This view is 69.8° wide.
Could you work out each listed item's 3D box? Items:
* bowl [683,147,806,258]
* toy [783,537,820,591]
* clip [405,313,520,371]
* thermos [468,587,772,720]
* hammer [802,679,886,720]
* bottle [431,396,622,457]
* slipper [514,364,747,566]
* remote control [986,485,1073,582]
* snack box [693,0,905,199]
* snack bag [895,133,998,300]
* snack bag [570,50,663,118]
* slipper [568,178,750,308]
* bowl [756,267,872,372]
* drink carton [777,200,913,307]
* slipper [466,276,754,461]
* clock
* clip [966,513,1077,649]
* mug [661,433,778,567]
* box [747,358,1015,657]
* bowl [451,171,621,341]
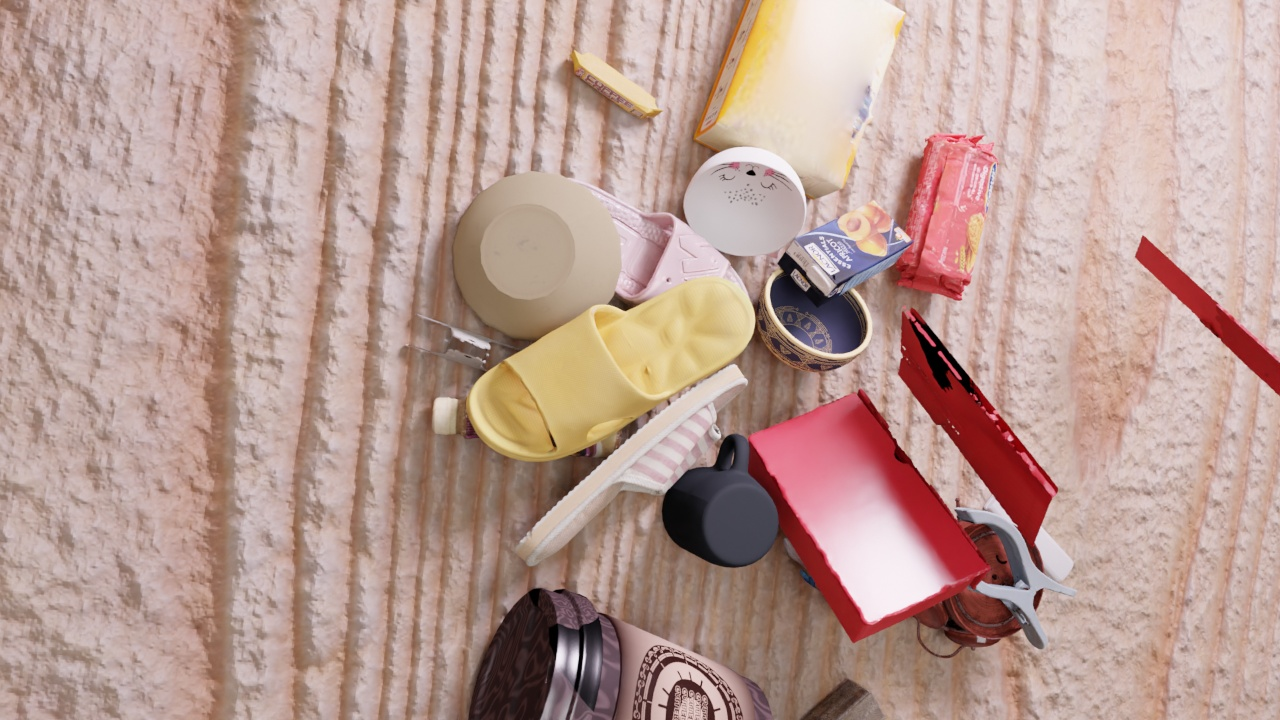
[{"bbox_3d":[0.101,-0.158,0.868,0.114,0.115,0.050,26,49,-16],"label":"bowl"},{"bbox_3d":[0.202,0.183,0.915,0.124,0.097,0.131,-27,116,-10],"label":"toy"},{"bbox_3d":[-0.152,-0.015,0.811,0.102,0.056,0.056,19,52,-17],"label":"clip"},{"bbox_3d":[-0.013,0.311,0.796,0.226,0.173,0.172,25,82,-22],"label":"thermos"},{"bbox_3d":[0.208,0.385,0.788,0.157,0.301,0.037,-36,100,-15],"label":"hammer"},{"bbox_3d":[-0.101,0.054,0.820,0.166,0.060,0.059,4,88,-9],"label":"bottle"},{"bbox_3d":[0.001,0.103,0.833,0.262,0.115,0.052,-39,77,-11],"label":"slipper"},{"bbox_3d":[0.429,0.193,1.010,0.131,0.012,0.033,45,77,-12],"label":"remote control"},{"bbox_3d":[0.159,-0.278,0.891,0.145,0.081,0.195,23,83,-16],"label":"snack box"},{"bbox_3d":[0.314,-0.154,0.943,0.082,0.082,0.176,17,84,-17],"label":"snack bag"},{"bbox_3d":[-0.024,-0.258,0.862,0.099,0.026,0.020,32,80,-16],"label":"snack bag"},{"bbox_3d":[0.011,-0.091,0.853,0.239,0.064,0.094,31,81,-14],"label":"slipper"},{"bbox_3d":[0.161,-0.032,0.895,0.112,0.061,0.112,11,53,-15],"label":"bowl"},{"bbox_3d":[0.200,-0.106,0.895,0.129,0.040,0.064,-28,70,-34],"label":"drink carton"},{"bbox_3d":[-0.019,0.002,0.774,0.263,0.078,0.099,-26,80,-11],"label":"slipper"},{"bbox_3d":[0.339,0.234,0.951,0.120,0.072,0.157,31,80,-15],"label":"clock"},{"bbox_3d":[0.349,0.222,0.901,0.163,0.028,0.112,39,78,-12],"label":"clip"},{"bbox_3d":[0.079,0.128,0.857,0.085,0.094,0.121,14,86,-18],"label":"mug"},{"bbox_3d":[0.226,0.188,0.951,0.197,0.352,0.217,-22,59,-14],"label":"box"},{"bbox_3d":[-0.094,-0.092,0.799,0.152,0.050,0.152,0,91,4],"label":"bowl"}]
